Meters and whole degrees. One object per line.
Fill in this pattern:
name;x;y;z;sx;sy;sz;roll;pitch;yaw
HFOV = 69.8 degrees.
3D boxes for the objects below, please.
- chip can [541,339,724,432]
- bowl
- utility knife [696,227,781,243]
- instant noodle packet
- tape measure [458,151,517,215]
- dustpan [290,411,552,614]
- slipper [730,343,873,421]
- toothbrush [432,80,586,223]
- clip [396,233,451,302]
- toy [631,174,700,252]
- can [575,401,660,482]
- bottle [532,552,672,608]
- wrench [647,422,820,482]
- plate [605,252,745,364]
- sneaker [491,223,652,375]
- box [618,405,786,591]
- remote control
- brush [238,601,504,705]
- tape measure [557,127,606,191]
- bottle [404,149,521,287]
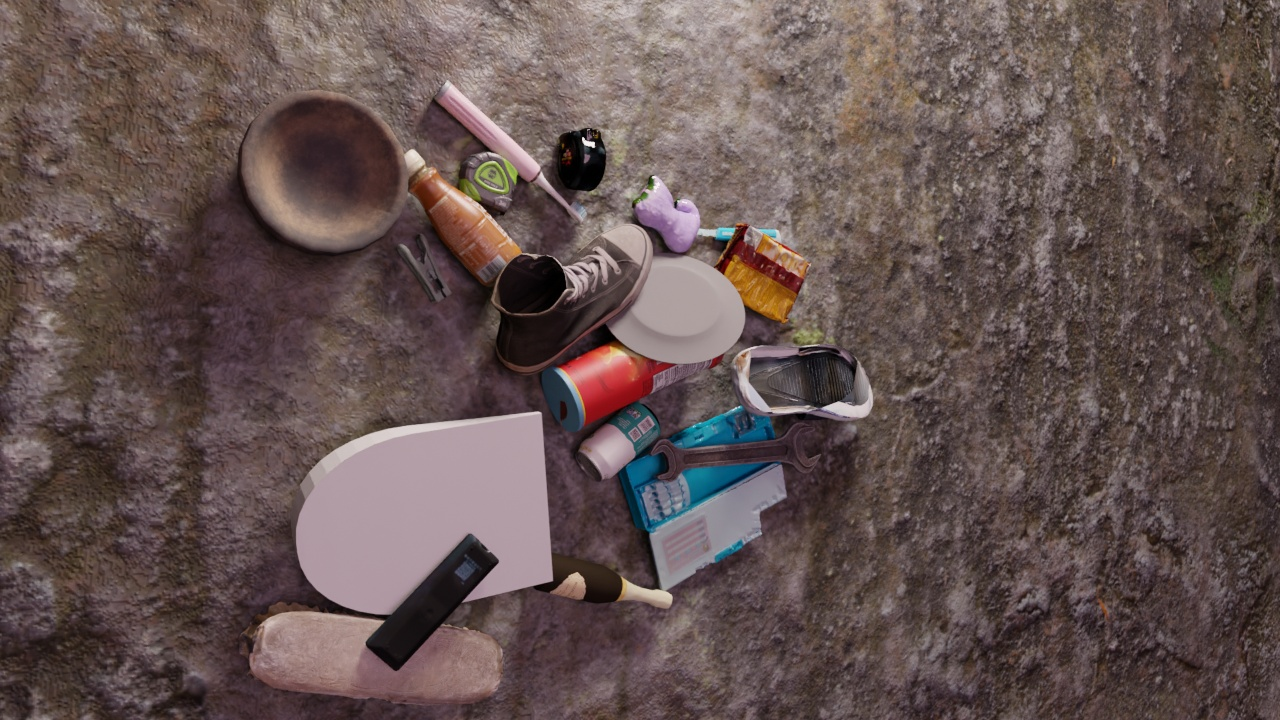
chip can;-0.007;0.006;1.102;0.212;0.087;0.087;-25;101;-27
bowl;-0.323;-0.184;0.928;0.162;0.070;0.162;1;89;-30
utility knife;0.129;-0.165;1.226;0.140;0.015;0.022;-2;87;-28
instant noodle packet;0.159;-0.116;1.223;0.135;0.040;0.098;25;87;-28
tape measure;-0.174;-0.204;1.038;0.065;0.036;0.058;25;86;-31
dustpan;-0.228;0.162;0.965;0.257;0.053;0.191;-8;103;-25
slipper;0.213;0.032;1.239;0.263;0.063;0.111;1;76;-40
toothbrush;-0.146;-0.235;1.060;0.222;0.027;0.026;40;72;-24
clip;-0.236;-0.100;1.007;0.037;0.023;0.075;-35;108;-28
toy;0.035;-0.187;1.160;0.099;0.037;0.080;43;58;-26
can;-0.026;0.097;1.105;0.101;0.055;0.055;-39;108;-25
bottle;-0.040;0.271;1.099;0.184;0.045;0.045;21;78;-28
wrench;0.127;0.120;1.179;0.272;0.010;0.070;-1;92;-32
plate;0.040;-0.069;1.106;0.178;0.012;0.178;5;51;-6
sneaker;-0.073;-0.095;1.034;0.234;0.120;0.095;-38;69;-21
box;0.093;0.173;1.184;0.226;0.039;0.181;-22;101;-29
remote control;-0.210;0.248;0.939;0.150;0.022;0.047;-47;111;-16
brush;-0.272;0.309;0.956;0.271;0.057;0.083;17;77;-30
tape measure;-0.069;-0.236;1.080;0.042;0.072;0.072;3;93;-34
bottle;-0.203;-0.157;1.005;0.167;0.059;0.059;48;67;-19
